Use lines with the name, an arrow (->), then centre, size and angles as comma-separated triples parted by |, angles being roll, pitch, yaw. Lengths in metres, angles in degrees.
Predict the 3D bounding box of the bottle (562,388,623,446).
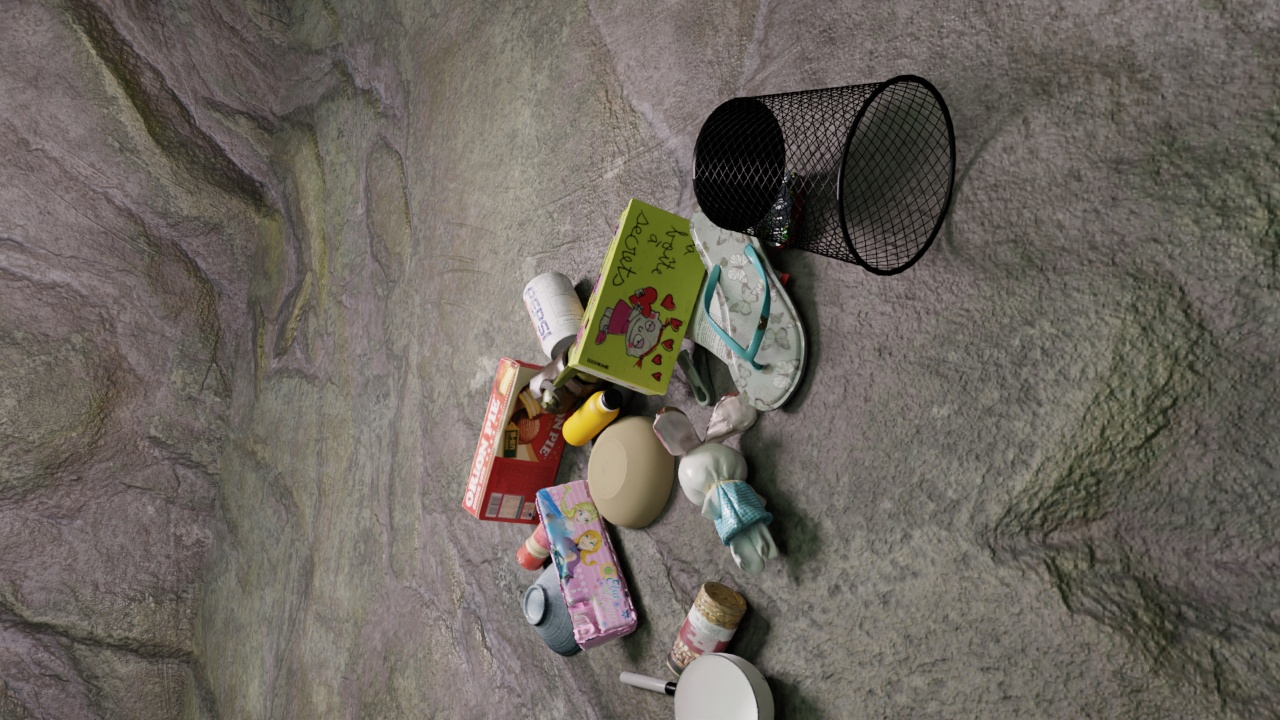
bottle -> -0.064, 0.076, 1.260 | 0.144, 0.043, 0.043 | 136, 133, -57

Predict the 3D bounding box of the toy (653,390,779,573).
toy -> 0.100, 0.148, 1.048 | 0.106, 0.131, 0.205 | 103, 147, -58

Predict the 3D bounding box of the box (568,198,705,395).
box -> 0.002, -0.077, 1.148 | 0.081, 0.124, 0.221 | 173, 119, -77

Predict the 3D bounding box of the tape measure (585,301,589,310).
tape measure -> -0.050, -0.077, 1.318 | 0.065, 0.037, 0.064 | 48, 117, 46

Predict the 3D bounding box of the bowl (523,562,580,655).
bowl -> -0.126, 0.342, 1.284 | 0.137, 0.057, 0.137 | -18, 66, 48

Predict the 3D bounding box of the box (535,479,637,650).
box -> -0.076, 0.262, 1.222 | 0.084, 0.053, 0.230 | -23, 53, 0

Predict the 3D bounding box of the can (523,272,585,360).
can -> -0.122, -0.063, 1.372 | 0.078, 0.078, 0.136 | -52, 45, 29

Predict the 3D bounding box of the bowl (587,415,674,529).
bowl -> -0.024, 0.145, 1.214 | 0.153, 0.050, 0.152 | -18, 67, 48

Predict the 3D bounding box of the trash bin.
trash bin -> 0.176, -0.193, 0.933 | 0.210, 0.183, 0.184 | 18, 95, 47

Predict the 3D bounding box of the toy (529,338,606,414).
toy -> -0.085, 0.017, 1.272 | 0.078, 0.178, 0.153 | 49, 136, -3

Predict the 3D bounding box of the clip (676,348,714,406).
clip -> 0.072, 0.022, 1.147 | 0.023, 0.059, 0.076 | -34, 69, 44

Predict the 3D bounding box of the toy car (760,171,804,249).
toy car -> 0.168, -0.174, 1.071 | 0.042, 0.036, 0.091 | -1, 75, 50

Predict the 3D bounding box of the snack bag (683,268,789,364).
snack bag -> 0.105, -0.067, 1.119 | 0.144, 0.039, 0.131 | 35, 106, 49

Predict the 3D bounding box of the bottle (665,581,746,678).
bottle -> 0.075, 0.310, 1.041 | 0.056, 0.056, 0.105 | 41, 112, 49

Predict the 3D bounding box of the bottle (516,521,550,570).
bottle -> -0.138, 0.258, 1.335 | 0.109, 0.044, 0.044 | -54, 44, 26

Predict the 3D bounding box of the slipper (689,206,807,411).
slipper -> 0.120, -0.075, 1.052 | 0.098, 0.054, 0.268 | -23, 72, 25

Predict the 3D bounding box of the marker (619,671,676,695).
marker -> 0.023, 0.395, 1.116 | 0.141, 0.016, 0.016 | -10, 72, 50

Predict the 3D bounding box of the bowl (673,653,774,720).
bowl -> 0.097, 0.372, 0.985 | 0.114, 0.063, 0.113 | -12, 72, 41

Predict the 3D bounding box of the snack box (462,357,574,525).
snack box -> -0.175, 0.121, 1.361 | 0.060, 0.113, 0.236 | 22, 98, 53

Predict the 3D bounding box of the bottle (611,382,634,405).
bottle -> -0.007, 0.007, 1.248 | 0.030, 0.030, 0.113 | 49, 118, 46
